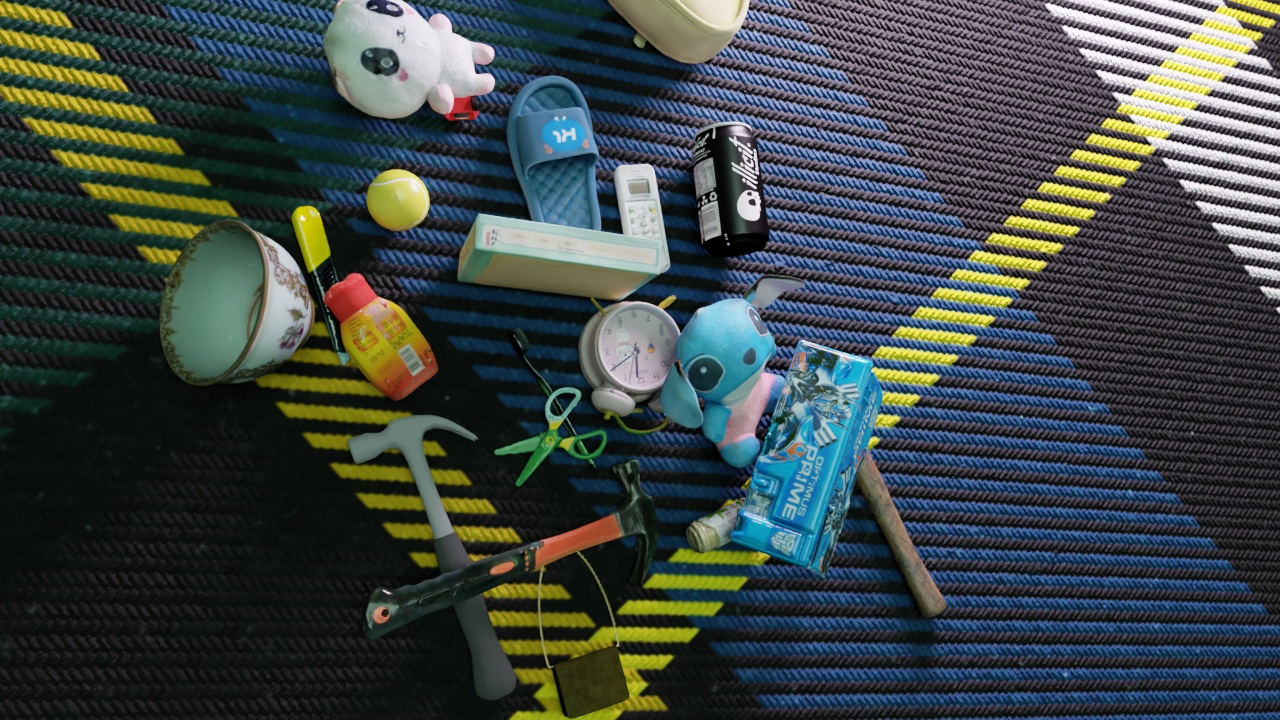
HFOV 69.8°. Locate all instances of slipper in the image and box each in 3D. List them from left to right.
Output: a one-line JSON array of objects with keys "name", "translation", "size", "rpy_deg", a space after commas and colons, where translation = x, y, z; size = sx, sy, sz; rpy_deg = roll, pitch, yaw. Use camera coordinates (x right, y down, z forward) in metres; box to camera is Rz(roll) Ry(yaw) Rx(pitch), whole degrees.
[{"name": "slipper", "translation": [-0.096, -0.225, 1.051], "size": [0.103, 0.059, 0.213], "rpy_deg": [-7, 85, -16]}]

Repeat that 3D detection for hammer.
[{"name": "hammer", "translation": [-0.196, 0.204, 0.966], "size": [0.124, 0.030, 0.311], "rpy_deg": [-20, 88, -19]}, {"name": "hammer", "translation": [-0.128, 0.212, 0.961], "size": [0.332, 0.033, 0.133], "rpy_deg": [-15, 87, -27]}, {"name": "hammer", "translation": [0.282, 0.166, 1.126], "size": [0.120, 0.033, 0.330], "rpy_deg": [-26, 90, -16]}]

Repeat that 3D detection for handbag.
[{"name": "handbag", "translation": [-0.070, 0.289, 0.999], "size": [0.084, 0.027, 0.178], "rpy_deg": [-12, 80, -21]}, {"name": "handbag", "translation": [0.030, -0.486, 1.125], "size": [0.233, 0.089, 0.190], "rpy_deg": [30, 68, -9]}]

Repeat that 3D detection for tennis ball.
[{"name": "tennis ball", "translation": [-0.260, -0.172, 0.985], "size": [0.065, 0.065, 0.065], "rpy_deg": [3, 80, -17]}]

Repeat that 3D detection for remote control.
[{"name": "remote control", "translation": [0.001, -0.167, 1.091], "size": [0.050, 0.022, 0.133], "rpy_deg": [-7, 83, -18]}]

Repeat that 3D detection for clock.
[{"name": "clock", "translation": [-0.006, 0.006, 1.042], "size": [0.116, 0.059, 0.158], "rpy_deg": [-3, 83, -18]}]

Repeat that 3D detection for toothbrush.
[{"name": "toothbrush", "translation": [-0.096, 0.044, 1.032], "size": [0.017, 0.014, 0.188], "rpy_deg": [-33, 93, -37]}]

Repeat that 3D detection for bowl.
[{"name": "bowl", "translation": [-0.381, -0.048, 0.901], "size": [0.093, 0.160, 0.159], "rpy_deg": [18, 72, -57]}]

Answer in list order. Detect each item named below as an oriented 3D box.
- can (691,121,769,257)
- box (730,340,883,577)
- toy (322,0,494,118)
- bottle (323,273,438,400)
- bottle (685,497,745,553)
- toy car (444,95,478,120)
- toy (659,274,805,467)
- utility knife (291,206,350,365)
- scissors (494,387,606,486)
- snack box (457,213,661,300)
[{"name": "can", "translation": [0.107, -0.203, 1.100], "size": [0.080, 0.080, 0.146], "rpy_deg": [-4, 82, -18]}, {"name": "box", "translation": [0.199, 0.117, 1.061], "size": [0.114, 0.114, 0.243], "rpy_deg": [18, 77, 14]}, {"name": "toy", "translation": [-0.248, -0.322, 0.990], "size": [0.179, 0.102, 0.138], "rpy_deg": [2, 74, -13]}, {"name": "bottle", "translation": [-0.273, -0.026, 0.957], "size": [0.071, 0.049, 0.134], "rpy_deg": [-40, 103, -24]}, {"name": "bottle", "translation": [0.107, 0.187, 1.059], "size": [0.109, 0.043, 0.042], "rpy_deg": [-21, 88, -18]}, {"name": "toy car", "translation": [-0.209, -0.317, 1.046], "size": [0.038, 0.025, 0.089], "rpy_deg": [-6, 85, -13]}, {"name": "toy", "translation": [0.111, 0.009, 1.034], "size": [0.223, 0.099, 0.191], "rpy_deg": [-50, 135, -26]}, {"name": "utility knife", "translation": [-0.333, -0.079, 0.971], "size": [0.028, 0.020, 0.174], "rpy_deg": [-15, 86, -34]}, {"name": "scissors", "translation": [-0.104, 0.080, 1.015], "size": [0.131, 0.012, 0.112], "rpy_deg": [-10, 90, -10]}, {"name": "snack box", "translation": [-0.091, -0.105, 0.988], "size": [0.193, 0.142, 0.044], "rpy_deg": [7, 80, -17]}]
